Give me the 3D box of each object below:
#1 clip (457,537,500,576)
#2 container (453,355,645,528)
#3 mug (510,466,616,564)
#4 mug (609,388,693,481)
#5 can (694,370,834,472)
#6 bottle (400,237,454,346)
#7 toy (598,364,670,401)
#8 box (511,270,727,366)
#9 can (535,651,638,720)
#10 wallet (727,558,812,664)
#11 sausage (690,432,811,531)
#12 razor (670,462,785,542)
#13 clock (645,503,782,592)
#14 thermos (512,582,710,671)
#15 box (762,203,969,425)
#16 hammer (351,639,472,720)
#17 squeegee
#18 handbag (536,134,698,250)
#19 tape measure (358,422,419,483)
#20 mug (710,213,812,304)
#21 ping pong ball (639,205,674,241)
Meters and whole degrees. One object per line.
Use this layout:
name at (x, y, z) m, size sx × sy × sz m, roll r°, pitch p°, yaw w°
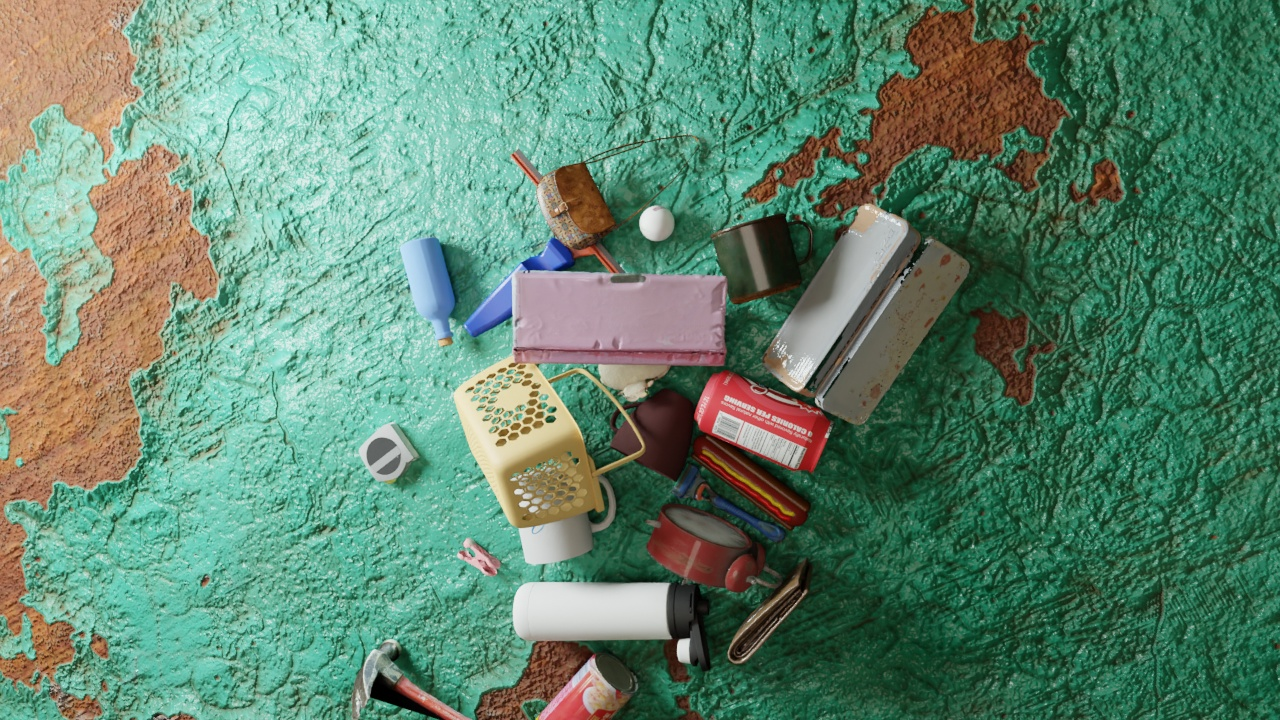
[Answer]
clip at (-0.200, 0.243, 1.147) m, size 0.060 × 0.023 × 0.044 m, roll 10°, pitch 99°, yaw 18°
container at (-0.099, 0.075, 1.015) m, size 0.166 × 0.183 × 0.129 m, roll -22°, pitch 127°, yaw -16°
mug at (-0.087, 0.177, 1.089) m, size 0.119 × 0.083 × 0.096 m, roll -12°, pitch 92°, yaw -13°
mug at (0.013, 0.075, 1.058) m, size 0.114 × 0.087 × 0.088 m, roll 23°, pitch 81°, yaw 38°
can at (0.136, 0.068, 1.021) m, size 0.142 × 0.074 × 0.074 m, roll 23°, pitch 99°, yaw 11°
bottle at (-0.253, -0.081, 1.117) m, size 0.048 × 0.048 × 0.131 m, roll -15°, pitch 91°, yaw 14°
toy at (-0.006, 0.006, 1.060) m, size 0.087 × 0.050 × 0.112 m, roll -14°, pitch 61°, yaw 11°
box at (-0.022, -0.058, 0.995) m, size 0.232 × 0.099 × 0.107 m, roll 2°, pitch 132°, yaw 0°
can at (-0.066, 0.415, 1.104) m, size 0.066 × 0.066 × 0.124 m, roll 41°, pitch 102°, yaw 7°
wallet at (0.146, 0.278, 1.024) m, size 0.027 × 0.098 × 0.121 m, roll 41°, pitch 102°, yaw 9°
sausage at (0.125, 0.136, 1.048) m, size 0.155 × 0.040 × 0.040 m, roll 36°, pitch 102°, yaw 8°
razor at (0.105, 0.173, 1.067) m, size 0.141 × 0.018 × 0.043 m, roll 30°, pitch 75°, yaw 7°
clock at (0.082, 0.220, 1.027) m, size 0.157 × 0.109 × 0.062 m, roll 23°, pitch 98°, yaw 17°
thermos at (-0.033, 0.312, 1.080) m, size 0.230 × 0.068 × 0.101 m, roll -4°, pitch 68°, yaw 13°
box at (0.245, -0.049, 1.005) m, size 0.115 × 0.095 × 0.217 m, roll 42°, pitch 105°, yaw 39°
hammer at (-0.206, 0.461, 1.125) m, size 0.326 × 0.140 × 0.036 m, roll 31°, pitch 101°, yaw 1°
squeegee at (-0.132, -0.093, 1.081) m, size 0.185 × 0.055 × 0.249 m, roll -41°, pitch 87°, yaw -2°
handbag at (-0.020, -0.203, 1.041) m, size 0.196 × 0.043 × 0.093 m, roll -27°, pitch 86°, yaw 1°
tape measure at (-0.319, 0.119, 1.166) m, size 0.065 × 0.016 × 0.064 m, roll -37°, pitch 85°, yaw 14°
mug at (0.141, -0.113, 1.006) m, size 0.111 × 0.085 × 0.081 m, roll -16°, pitch 92°, yaw -9°
ping pong ball at (0.019, -0.156, 1.048) m, size 0.040 × 0.040 × 0.040 m, roll 1°, pitch 95°, yaw 13°
